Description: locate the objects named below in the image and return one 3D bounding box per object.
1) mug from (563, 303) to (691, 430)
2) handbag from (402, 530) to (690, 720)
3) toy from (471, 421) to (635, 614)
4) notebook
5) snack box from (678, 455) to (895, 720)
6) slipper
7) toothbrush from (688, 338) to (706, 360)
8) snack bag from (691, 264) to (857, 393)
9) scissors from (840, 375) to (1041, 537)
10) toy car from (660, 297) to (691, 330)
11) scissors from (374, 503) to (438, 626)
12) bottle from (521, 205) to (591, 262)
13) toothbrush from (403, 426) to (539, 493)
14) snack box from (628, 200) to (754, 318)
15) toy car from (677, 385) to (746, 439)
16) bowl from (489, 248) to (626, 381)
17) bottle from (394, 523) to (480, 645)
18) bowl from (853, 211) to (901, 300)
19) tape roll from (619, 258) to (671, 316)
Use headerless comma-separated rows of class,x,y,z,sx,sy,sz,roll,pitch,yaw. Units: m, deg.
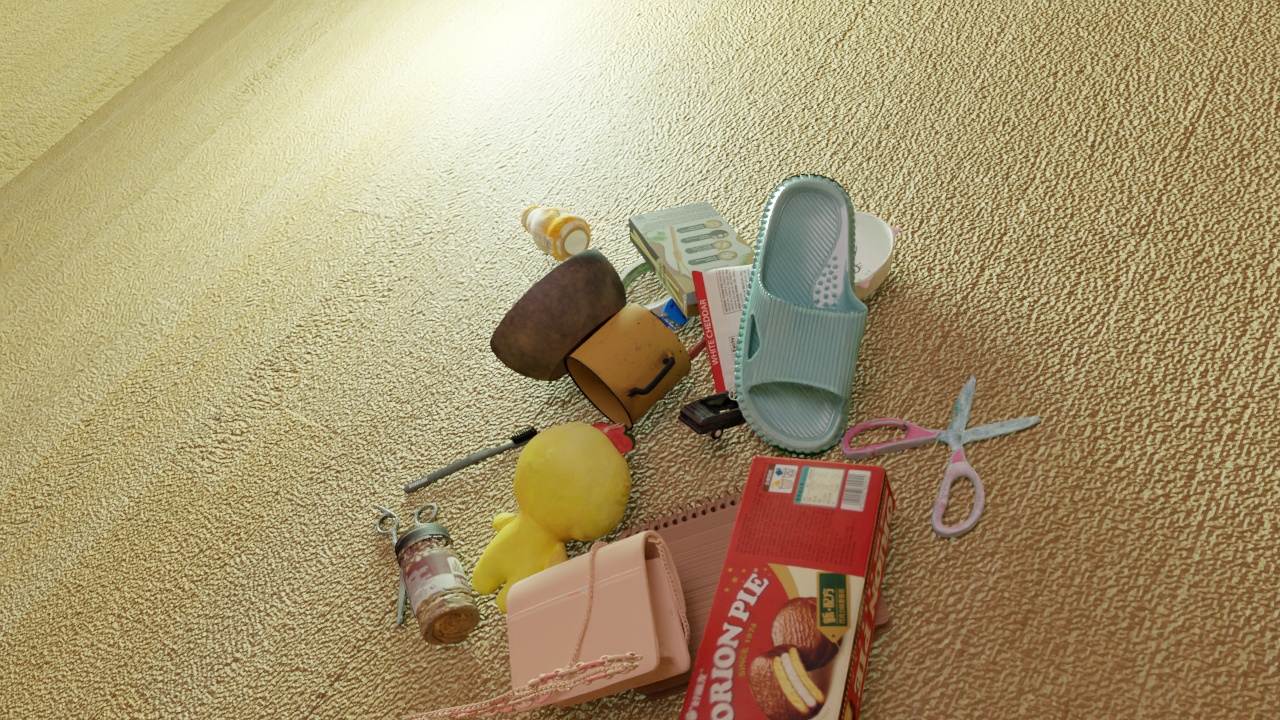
mug,-0.005,0.006,0.938,0.094,0.100,0.124,-43,25,-16
handbag,-0.063,0.196,0.708,0.199,0.187,0.116,-27,62,29
toy,-0.085,0.140,0.874,0.134,0.092,0.207,25,85,39
notebook,0.088,0.182,0.790,0.211,0.022,0.168,-20,45,10
snack box,0.119,0.190,0.709,0.113,0.060,0.235,2,53,27
slipper,0.151,-0.050,0.857,0.116,0.069,0.276,6,80,9
toothbrush,0.105,-0.053,0.960,0.185,0.015,0.015,-42,41,19
snack bag,0.132,-0.042,0.920,0.144,0.039,0.130,-12,89,17
scissors,0.264,0.083,0.798,0.171,0.013,0.174,-12,45,13
toy car,0.037,-0.048,1.031,0.091,0.033,0.062,-50,0,-45
scissors,-0.254,0.206,0.952,0.121,0.014,0.159,-4,46,23
bottle,-0.113,-0.169,1.187,0.063,0.063,0.109,-43,44,-14
toothbrush,-0.186,0.111,1.006,0.167,0.013,0.012,-25,44,9
snack box,0.065,-0.119,1.037,0.101,0.032,0.186,-14,38,-14
toy car,0.083,0.047,0.887,0.092,0.037,0.040,-13,32,-33
bowl,-0.081,-0.041,1.000,0.162,0.162,0.070,-41,83,-12
bottle,-0.195,0.213,0.878,0.056,0.056,0.105,-32,48,-3
bowl,0.211,-0.099,0.963,0.115,0.050,0.114,-15,46,15
tape roll,0.014,-0.087,1.078,0.094,0.018,0.093,-15,45,16
